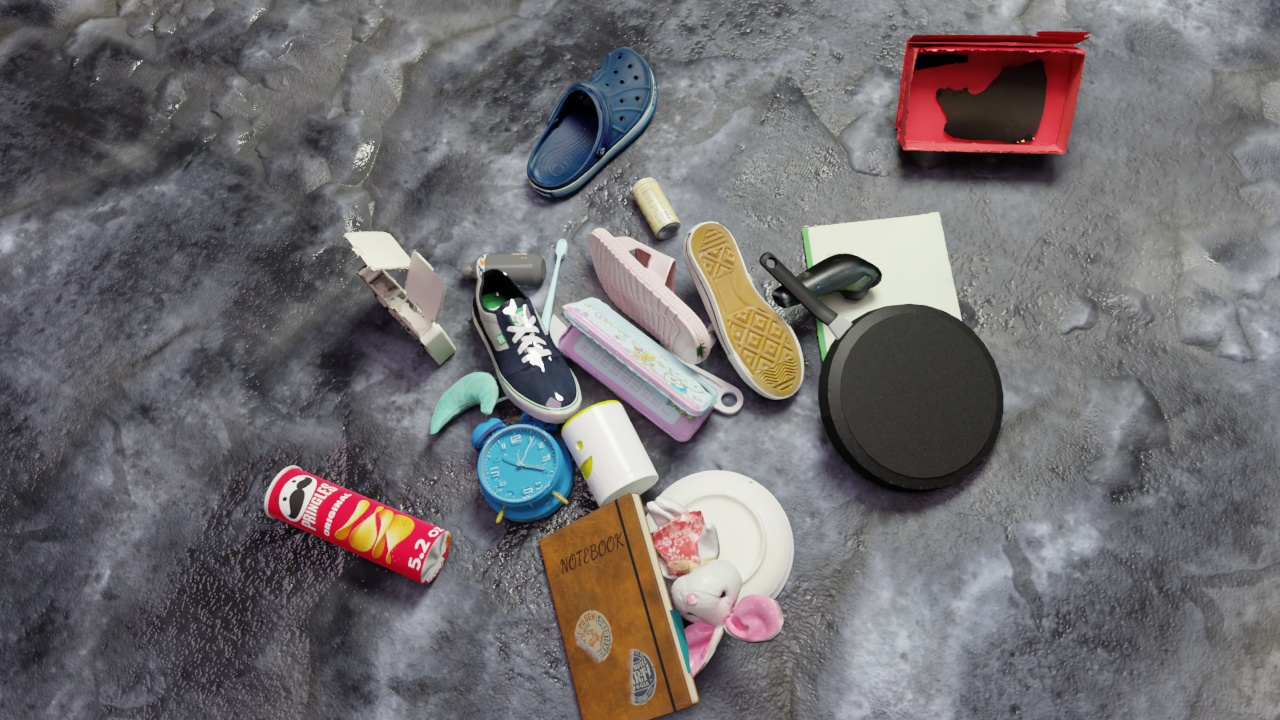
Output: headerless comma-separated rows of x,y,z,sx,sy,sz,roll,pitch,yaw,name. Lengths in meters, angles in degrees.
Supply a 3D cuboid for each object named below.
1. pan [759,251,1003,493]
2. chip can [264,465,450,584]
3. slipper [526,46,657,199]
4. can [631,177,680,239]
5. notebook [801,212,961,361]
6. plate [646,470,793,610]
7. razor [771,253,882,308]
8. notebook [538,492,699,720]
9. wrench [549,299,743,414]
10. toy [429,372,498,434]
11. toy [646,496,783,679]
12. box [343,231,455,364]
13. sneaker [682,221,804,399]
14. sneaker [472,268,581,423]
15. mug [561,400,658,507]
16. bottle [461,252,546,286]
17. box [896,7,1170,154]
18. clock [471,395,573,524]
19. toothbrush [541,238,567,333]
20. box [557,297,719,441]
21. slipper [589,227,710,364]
0.274,-0.003,1.082,0.356,0.034,0.225,44,77,-1,pan
-0.343,0.199,1.115,0.221,0.069,0.069,20,73,13,chip can
-0.066,-0.335,1.276,0.105,0.095,0.252,32,79,19,slipper
0.021,-0.207,1.244,0.038,0.038,0.079,-26,69,-4,can
0.313,-0.069,1.173,0.182,0.010,0.252,-6,68,5,notebook
0.089,0.215,1.078,0.182,0.034,0.182,-2,69,6,plate
0.230,-0.091,1.138,0.151,0.067,0.054,-22,27,-22,razor
-0.023,0.289,1.020,0.179,0.014,0.249,-32,64,33,notebook
0.004,0.003,1.178,0.273,0.018,0.086,30,75,15,wrench
-0.220,0.052,1.162,0.105,0.033,0.084,-24,36,24,toy
0.064,0.238,1.010,0.159,0.084,0.194,-32,66,25,toy
-0.290,-0.089,1.152,0.069,0.191,0.143,-43,78,-11,box
0.118,-0.057,1.153,0.118,0.088,0.241,-28,90,-17,sneaker
-0.146,-0.023,1.145,0.084,0.079,0.235,-20,56,-25,sneaker
-0.037,0.113,1.106,0.082,0.082,0.106,-28,70,-4,mug
-0.184,-0.122,1.230,0.112,0.047,0.047,0,69,6,bottle
0.431,-0.315,1.062,0.214,0.325,0.153,3,101,6,box
-0.148,0.118,1.128,0.117,0.060,0.161,-18,66,0,clock
-0.120,-0.078,1.225,0.016,0.016,0.180,8,72,8,toothbrush
-0.002,0.005,1.136,0.214,0.096,0.077,37,58,13,box
0.020,-0.088,1.162,0.064,0.094,0.239,-29,55,-22,slipper
